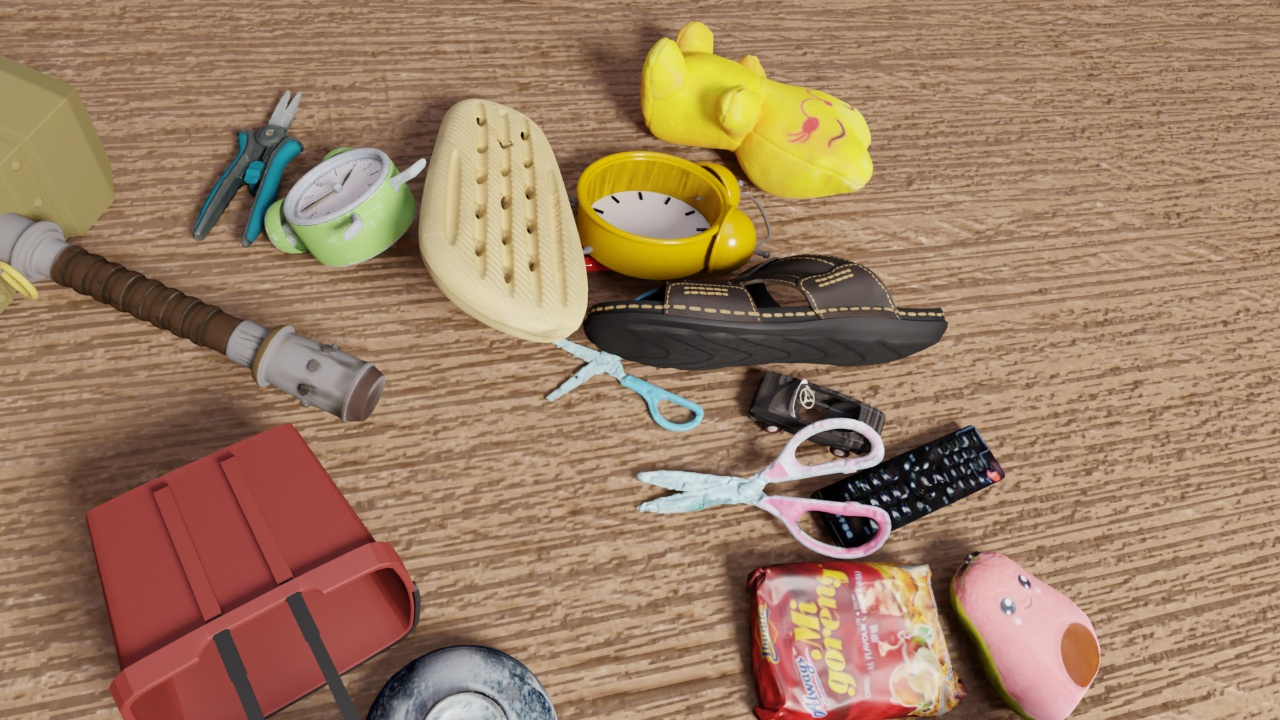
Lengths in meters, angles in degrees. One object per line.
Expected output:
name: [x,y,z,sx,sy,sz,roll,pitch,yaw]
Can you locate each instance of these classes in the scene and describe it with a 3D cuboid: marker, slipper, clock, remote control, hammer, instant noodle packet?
marker: [0.002,-0.075,0.698,0.142,0.013,0.012,-4,64,-16]
slipper: [0.091,-0.037,0.641,0.267,0.113,0.075,0,75,-19]
clock: [0.022,-0.108,0.688,0.152,0.052,0.113,0,46,-11]
remote control: [0.189,0.091,0.651,0.150,0.022,0.047,-18,68,-23]
clock: [-0.205,-0.107,0.632,0.119,0.042,0.094,18,58,36]
hammer: [-0.310,-0.043,0.558,0.325,0.101,0.189,24,60,0]
instant noodle packet: [0.133,0.177,0.583,0.135,0.040,0.098,2,70,-13]
slipper: [-0.107,-0.093,0.643,0.111,0.079,0.261,16,39,-25]

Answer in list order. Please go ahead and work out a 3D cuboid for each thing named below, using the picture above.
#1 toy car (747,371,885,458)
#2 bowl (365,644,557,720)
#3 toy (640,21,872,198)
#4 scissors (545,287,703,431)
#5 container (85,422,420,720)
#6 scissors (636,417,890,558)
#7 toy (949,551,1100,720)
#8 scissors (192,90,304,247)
toy car: [0.125,0.037,0.647,0.092,0.037,0.040,19,60,11]
bowl: [-0.097,0.209,0.501,0.114,0.061,0.114,6,61,-10]
toy: [0.090,-0.187,0.732,0.194,0.088,0.134,25,31,-2]
scissors: [-0.003,0.005,0.658,0.135,0.015,0.133,-36,75,-20]
container: [-0.187,0.147,0.474,0.147,0.127,0.201,-26,62,-23]
scissors: [0.080,0.073,0.618,0.179,0.016,0.103,7,75,5]
toy: [0.247,0.177,0.600,0.089,0.051,0.110,-37,75,-28]
scissors: [-0.271,-0.137,0.662,0.127,0.019,0.142,-28,66,-18]
